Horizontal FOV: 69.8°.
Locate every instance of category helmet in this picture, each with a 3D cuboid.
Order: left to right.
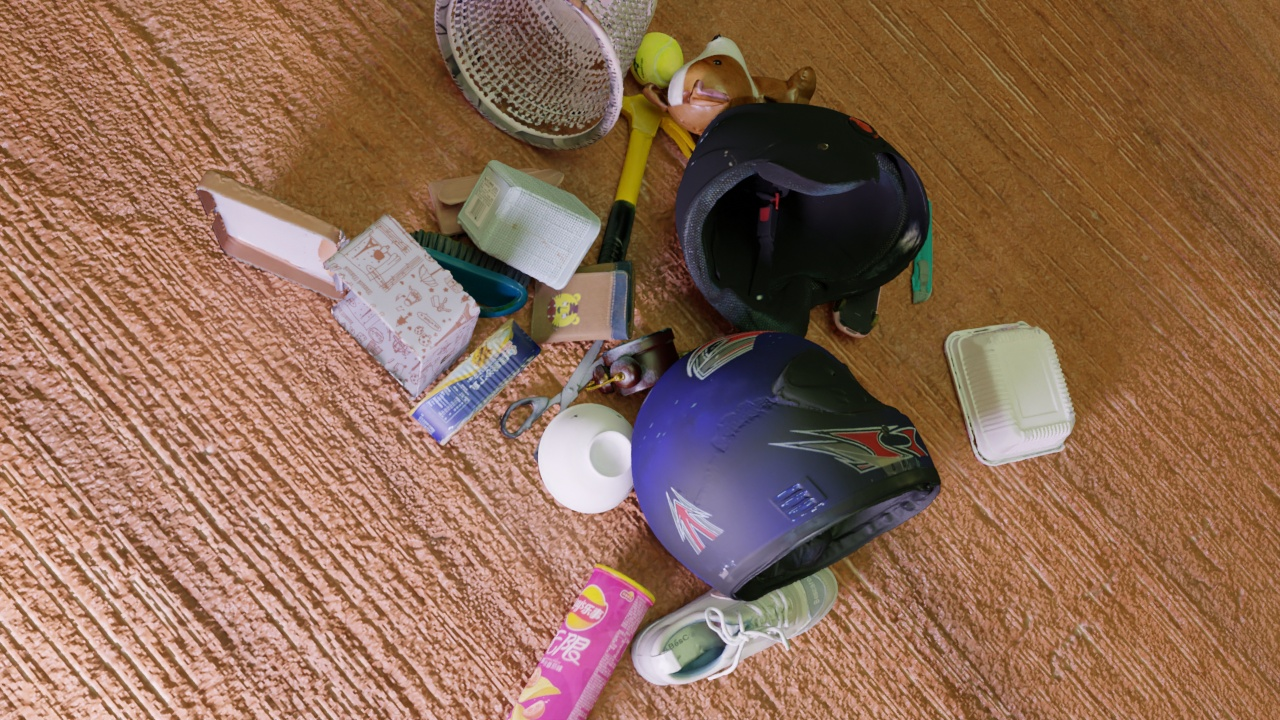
[{"bbox_3d":[0.136,0.089,0.939,0.314,0.248,0.240,-8,58,-41],"label":"helmet"},{"bbox_3d":[0.170,-0.167,1.014,0.274,0.234,0.229,0,45,-17],"label":"helmet"}]

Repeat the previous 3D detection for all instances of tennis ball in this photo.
[{"bbox_3d":[0.019,-0.363,1.112,0.065,0.066,0.065,4,75,-14],"label":"tennis ball"}]

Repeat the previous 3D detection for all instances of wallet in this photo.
[{"bbox_3d":[-0.062,-0.063,1.001,0.115,0.033,0.090,-3,75,21],"label":"wallet"}]

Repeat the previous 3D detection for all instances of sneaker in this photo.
[{"bbox_3d":[0.110,0.268,0.956,0.241,0.091,0.089,-19,82,-20],"label":"sneaker"}]

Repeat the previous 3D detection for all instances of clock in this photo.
[{"bbox_3d":[-0.006,0.006,0.996,0.121,0.082,0.055,-23,92,-31],"label":"clock"}]

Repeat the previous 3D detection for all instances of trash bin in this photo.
[{"bbox_3d":[-0.084,-0.383,1.026,0.227,0.228,0.191,33,57,-5],"label":"trash bin"}]

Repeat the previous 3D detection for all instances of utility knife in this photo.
[{"bbox_3d":[0.361,-0.143,1.174,0.029,0.013,0.151,9,73,-14],"label":"utility knife"}]

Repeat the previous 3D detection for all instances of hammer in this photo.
[{"bbox_3d":[-0.018,-0.178,1.071,0.128,0.033,0.300,16,72,-9],"label":"hammer"}]

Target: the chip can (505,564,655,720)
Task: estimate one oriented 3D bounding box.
[{"bbox_3d":[-0.068,0.310,0.907,0.071,0.071,0.210,34,70,-4],"label":"chip can"}]

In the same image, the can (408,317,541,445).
[{"bbox_3d":[-0.170,0.022,0.955,0.049,0.075,0.148,46,70,-4],"label":"can"}]

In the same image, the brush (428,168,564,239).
[{"bbox_3d":[-0.155,-0.179,1.013,0.145,0.073,0.063,-14,78,-20],"label":"brush"}]

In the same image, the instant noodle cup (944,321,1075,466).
[{"bbox_3d":[0.464,0.034,1.132,0.138,0.060,0.173,-9,77,-17],"label":"instant noodle cup"}]

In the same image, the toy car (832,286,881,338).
[{"bbox_3d":[0.265,-0.080,1.121,0.056,0.037,0.122,25,58,-10],"label":"toy car"}]

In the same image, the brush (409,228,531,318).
[{"bbox_3d":[-0.190,-0.084,0.980,0.143,0.055,0.073,19,57,-14],"label":"brush"}]

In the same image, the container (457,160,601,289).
[{"bbox_3d":[-0.119,-0.145,0.960,0.111,0.090,0.090,22,107,-41],"label":"container"}]

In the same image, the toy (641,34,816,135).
[{"bbox_3d":[0.110,-0.316,1.081,0.199,0.140,0.130,-9,99,-30],"label":"toy"}]

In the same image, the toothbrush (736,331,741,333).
[{"bbox_3d":[0.105,-0.027,1.073,0.180,0.016,0.018,-35,81,-21],"label":"toothbrush"}]

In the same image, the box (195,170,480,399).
[{"bbox_3d":[-0.291,-0.084,0.893,0.260,0.179,0.105,43,69,-1],"label":"box"}]

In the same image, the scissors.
[{"bbox_3d":[-0.076,0.041,1.010,0.168,0.014,0.156,-9,78,-22],"label":"scissors"}]

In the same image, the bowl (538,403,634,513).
[{"bbox_3d":[-0.042,0.100,0.964,0.118,0.065,0.118,4,80,-21],"label":"bowl"}]
